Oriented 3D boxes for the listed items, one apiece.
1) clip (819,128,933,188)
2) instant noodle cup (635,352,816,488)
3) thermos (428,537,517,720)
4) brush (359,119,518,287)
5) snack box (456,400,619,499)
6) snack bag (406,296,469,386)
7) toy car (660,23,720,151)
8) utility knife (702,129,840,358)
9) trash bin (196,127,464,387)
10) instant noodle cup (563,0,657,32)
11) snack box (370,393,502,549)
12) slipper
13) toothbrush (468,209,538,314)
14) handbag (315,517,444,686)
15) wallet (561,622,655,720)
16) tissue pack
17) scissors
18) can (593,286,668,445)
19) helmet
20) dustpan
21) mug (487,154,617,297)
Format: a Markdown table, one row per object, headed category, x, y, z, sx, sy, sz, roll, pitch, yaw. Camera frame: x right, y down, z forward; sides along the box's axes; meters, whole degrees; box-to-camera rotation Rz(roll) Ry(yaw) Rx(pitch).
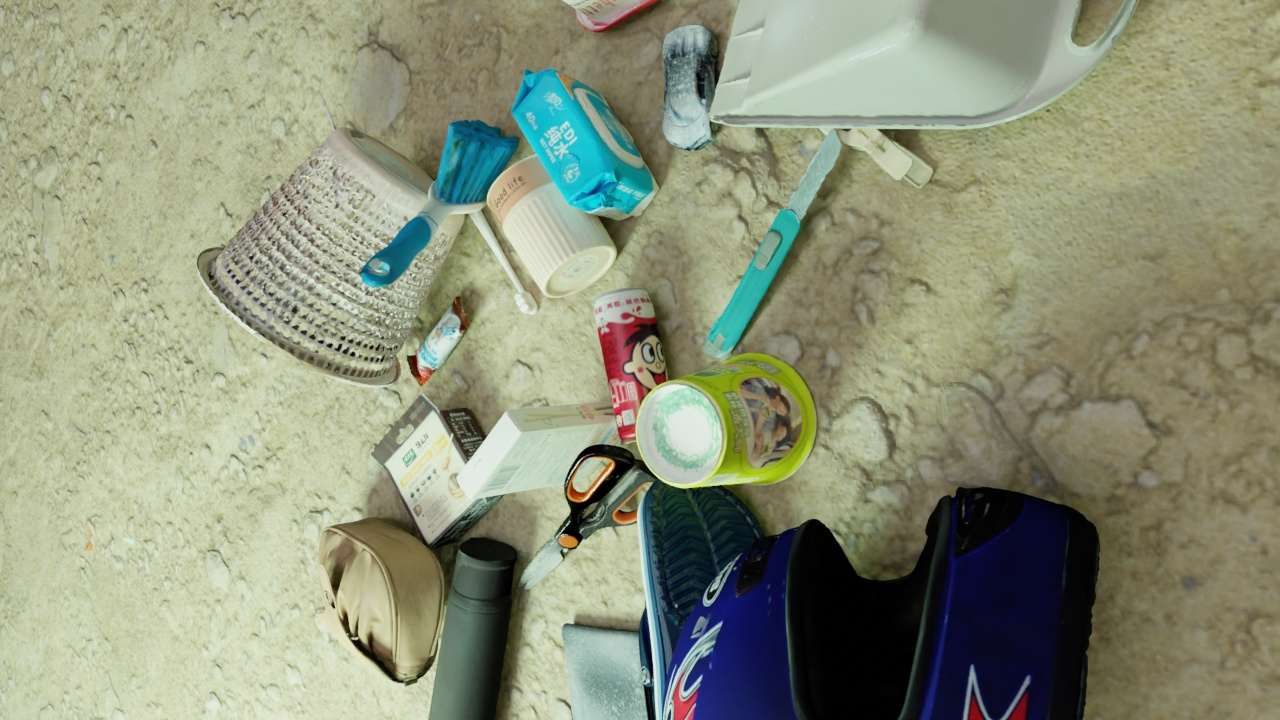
| category | x | y | z | sx | sy | sz | roll | pitch | yaw |
| --- | --- | --- | --- | --- | --- | --- | --- | --- | --- |
| clip | 0.171 | -0.166 | 0.685 | 0.100 | 0.074 | 0.035 | 50 | 117 | 24 |
| instant noodle cup | 0.061 | 0.051 | 0.721 | 0.112 | 0.123 | 0.111 | 2 | 93 | 35 |
| thermos | -0.175 | 0.304 | 0.942 | 0.090 | 0.068 | 0.242 | -154 | 73 | -65 |
| brush | -0.167 | -0.143 | 0.788 | 0.060 | 0.314 | 0.109 | 24 | 106 | -6 |
| snack box | -0.079 | 0.076 | 0.801 | 0.027 | 0.156 | 0.085 | 50 | 116 | 23 |
| snack bag | -0.211 | -0.019 | 0.968 | 0.105 | 0.026 | 0.045 | -47 | 47 | 27 |
| toy car | 0.041 | -0.232 | 0.781 | 0.049 | 0.031 | 0.105 | 0 | 93 | 36 |
| utility knife | 0.102 | -0.085 | 0.734 | 0.029 | 0.013 | 0.220 | 44 | 124 | 26 |
| trash bin | -0.290 | -0.115 | 0.922 | 0.227 | 0.227 | 0.192 | 42 | 101 | 26 |
| instant noodle cup | -0.043 | -0.359 | 0.777 | 0.117 | 0.124 | 0.116 | -18 | 81 | 34 |
| snack box | -0.209 | 0.114 | 0.956 | 0.113 | 0.053 | 0.125 | -44 | 68 | 29 |
| slipper | 0.050 | 0.222 | 0.760 | 0.095 | 0.105 | 0.252 | 139 | 128 | -67 |
| toothbrush | -0.152 | -0.119 | 0.929 | 0.016 | 0.016 | 0.180 | -41 | 69 | 27 |
| handbag | -0.286 | 0.249 | 0.973 | 0.205 | 0.099 | 0.148 | 5 | 99 | 53 |
| wallet | -0.029 | 0.310 | 0.861 | 0.097 | 0.019 | 0.121 | -6 | 90 | 37 |
| tissue pack | -0.047 | -0.190 | 0.807 | 0.063 | 0.089 | 0.140 | -38 | 71 | 23 |
| scissors | -0.072 | 0.148 | 0.856 | 0.236 | 0.021 | 0.139 | -28 | 121 | 26 |
| can | -0.005 | 0.005 | 0.808 | 0.053 | 0.053 | 0.132 | -16 | 83 | 34 |
| helmet | 0.137 | 0.221 | 0.595 | 0.240 | 0.246 | 0.316 | 10 | 105 | 16 |
| dustpan | 0.200 | -0.265 | 0.655 | 0.258 | 0.142 | 0.222 | 12 | 86 | 61 |
| mug | -0.085 | -0.114 | 0.851 | 0.106 | 0.081 | 0.115 | 58 | 147 | 17 |
